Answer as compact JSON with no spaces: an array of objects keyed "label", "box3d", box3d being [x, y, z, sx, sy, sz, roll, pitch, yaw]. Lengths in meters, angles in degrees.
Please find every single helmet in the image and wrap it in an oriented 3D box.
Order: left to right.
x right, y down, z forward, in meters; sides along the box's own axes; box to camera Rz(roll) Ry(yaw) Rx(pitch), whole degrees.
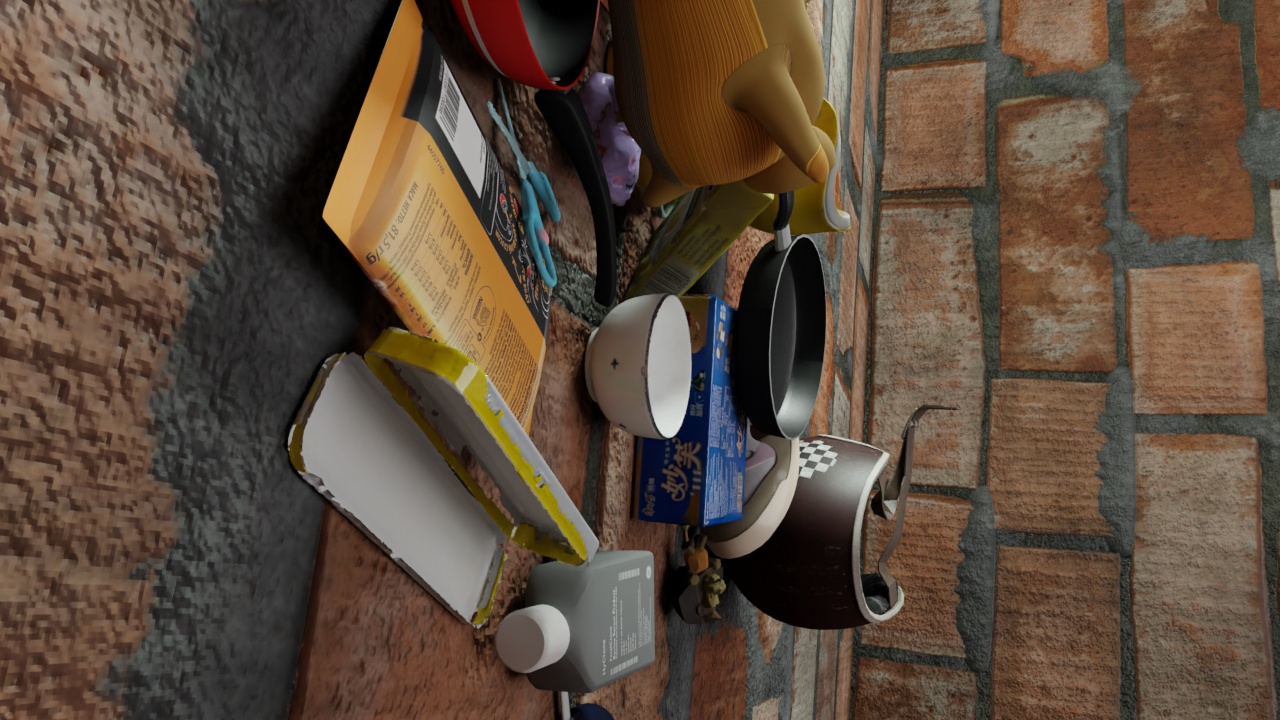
[{"label":"helmet","box3d":[0.138,-0.246,1.000,0.209,0.140,0.239,61,21,-57]},{"label":"helmet","box3d":[0.221,0.192,1.076,0.233,0.254,0.233,-29,114,-51]}]

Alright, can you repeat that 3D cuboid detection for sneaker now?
[{"label":"sneaker","box3d":[0.105,0.064,1.001,0.116,0.112,0.293,43,49,-36]}]

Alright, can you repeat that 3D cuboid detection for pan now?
[{"label":"pan","box3d":[-0.055,-0.195,0.546,0.208,0.067,0.357,-69,160,-59]},{"label":"pan","box3d":[-0.051,0.283,0.670,0.198,0.021,0.356,-28,116,-68]},{"label":"pan","box3d":[0.132,-0.088,0.883,0.203,0.044,0.356,-53,139,-49]}]

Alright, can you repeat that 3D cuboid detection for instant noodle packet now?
[{"label":"instant noodle packet","box3d":[-0.093,-0.057,0.496,0.221,0.032,0.159,66,23,-50]}]

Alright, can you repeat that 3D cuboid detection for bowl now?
[{"label":"bowl","box3d":[-0.004,0.004,0.716,0.113,0.063,0.113,1,90,-71]}]

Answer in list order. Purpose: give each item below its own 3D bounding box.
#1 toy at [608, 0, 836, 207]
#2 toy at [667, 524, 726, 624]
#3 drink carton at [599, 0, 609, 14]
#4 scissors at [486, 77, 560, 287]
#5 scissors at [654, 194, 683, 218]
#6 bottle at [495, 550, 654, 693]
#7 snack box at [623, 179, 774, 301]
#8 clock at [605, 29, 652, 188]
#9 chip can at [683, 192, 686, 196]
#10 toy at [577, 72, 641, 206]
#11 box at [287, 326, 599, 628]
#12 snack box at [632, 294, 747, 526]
[{"label":"toy","box3d":[0.050,-0.217,0.591,0.162,0.198,0.203,-30,131,-14]},{"label":"toy","box3d":[0.056,0.209,0.908,0.076,0.063,0.100,-19,105,-49]},{"label":"drink carton","box3d":[-0.006,-0.296,0.687,0.064,0.040,0.129,51,27,-4]},{"label":"scissors","box3d":[-0.066,-0.107,0.573,0.135,0.015,0.135,25,54,-82]},{"label":"scissors","box3d":[0.042,-0.172,0.909,0.139,0.028,0.170,52,39,-58]},{"label":"bottle","box3d":[-0.040,0.176,0.617,0.173,0.046,0.083,19,69,-68]},{"label":"snack box","box3d":[0.051,-0.120,0.757,0.181,0.045,0.121,-46,-163,45]},{"label":"clock","box3d":[0.013,-0.212,0.774,0.113,0.052,0.152,-60,142,-53]},{"label":"chip can","box3d":[0.072,-0.253,0.875,0.075,0.075,0.215,-12,99,-70]},{"label":"toy","box3d":[-0.023,-0.166,0.688,0.099,0.036,0.080,31,70,-66]},{"label":"box","box3d":[-0.084,0.070,0.476,0.210,0.080,0.079,68,28,-50]},{"label":"snack box","box3d":[0.054,0.051,0.875,0.155,0.069,0.202,19,74,-69]}]
